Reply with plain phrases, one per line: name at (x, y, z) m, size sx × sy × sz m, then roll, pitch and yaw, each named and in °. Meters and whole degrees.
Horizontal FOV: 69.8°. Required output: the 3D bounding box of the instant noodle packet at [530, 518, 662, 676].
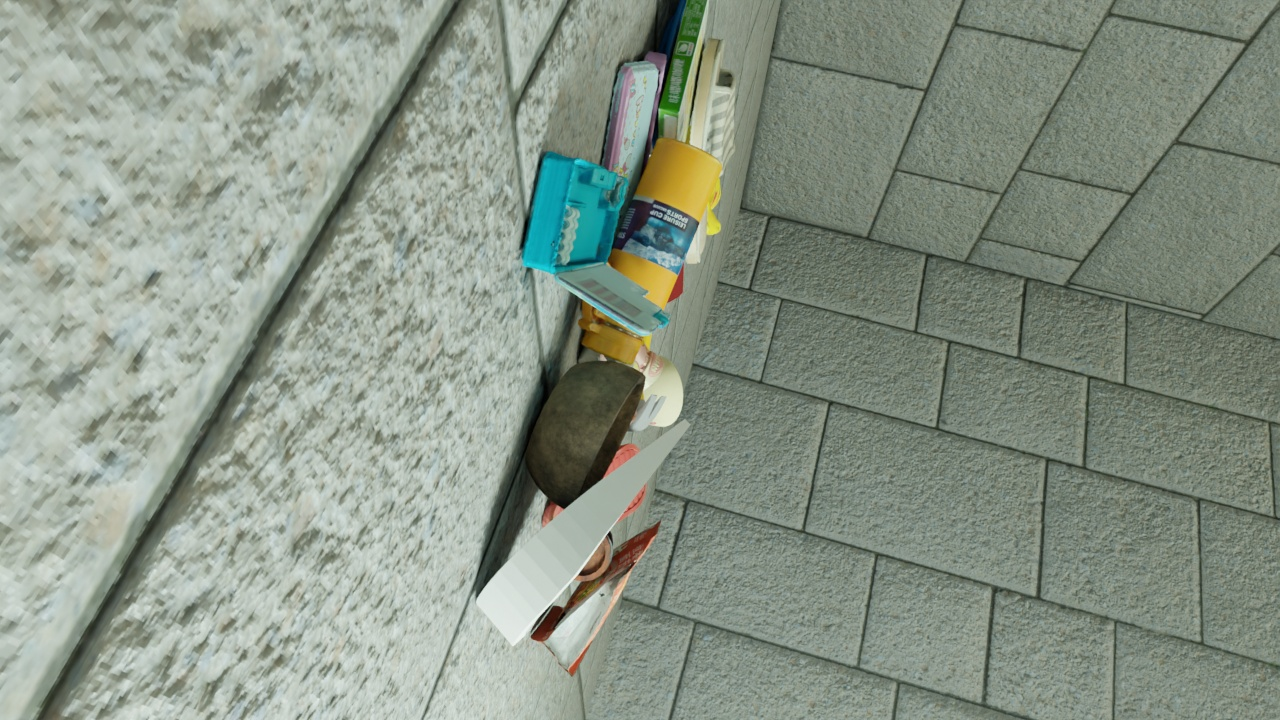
instant noodle packet at (-0.043, 0.328, 1.331) m, size 0.221 × 0.084 × 0.164 m, roll -49°, pitch 175°, yaw 6°

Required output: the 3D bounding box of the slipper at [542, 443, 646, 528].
slipper at (-0.067, 0.179, 1.225) m, size 0.248 × 0.059 × 0.103 m, roll -27°, pitch 112°, yaw -58°

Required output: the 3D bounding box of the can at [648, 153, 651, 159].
can at (0.024, -0.208, 1.139) m, size 0.121 × 0.067 × 0.067 m, roll 36°, pitch 69°, yaw -83°

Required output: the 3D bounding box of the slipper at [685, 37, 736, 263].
slipper at (0.084, -0.244, 1.106) m, size 0.114 × 0.054 × 0.273 m, roll -63°, pitch 162°, yaw -59°

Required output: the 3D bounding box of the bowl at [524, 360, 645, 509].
bowl at (-0.061, 0.071, 0.950) m, size 0.162 × 0.070 × 0.162 m, roll -62°, pitch 173°, yaw -15°

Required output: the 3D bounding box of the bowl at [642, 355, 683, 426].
bowl at (0.003, 0.054, 1.496) m, size 0.073 × 0.118 × 0.118 m, roll -7°, pitch 119°, yaw -37°

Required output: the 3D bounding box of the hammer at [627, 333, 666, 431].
hammer at (0.008, -0.056, 1.332) m, size 0.127 × 0.029 × 0.323 m, roll 8°, pitch -92°, yaw 55°

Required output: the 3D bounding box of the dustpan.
dustpan at (-0.052, 0.185, 0.937) m, size 0.256 × 0.053 × 0.192 m, roll -31°, pitch 163°, yaw -46°

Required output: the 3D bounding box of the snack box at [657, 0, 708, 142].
snack box at (0.046, -0.304, 1.031) m, size 0.132 × 0.027 × 0.167 m, roll 90°, pitch 13°, yaw -67°

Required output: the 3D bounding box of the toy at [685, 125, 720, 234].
toy at (0.064, -0.244, 1.305) m, size 0.193 × 0.088 × 0.134 m, roll -69°, pitch 142°, yaw -56°

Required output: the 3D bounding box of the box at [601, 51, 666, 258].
box at (-0.012, -0.214, 0.981) m, size 0.151 × 0.041 × 0.215 m, roll -55°, pitch 159°, yaw -61°

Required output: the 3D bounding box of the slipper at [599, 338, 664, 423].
slipper at (-0.007, 0.007, 1.232) m, size 0.093 × 0.081 × 0.198 m, roll -73°, pitch 165°, yaw -53°

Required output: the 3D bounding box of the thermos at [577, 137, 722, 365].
thermos at (0.001, -0.115, 0.967) m, size 0.076 × 0.091 × 0.232 m, roll -147°, pitch -101°, yaw -82°

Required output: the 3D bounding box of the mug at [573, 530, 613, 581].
mug at (-0.080, 0.248, 1.317) m, size 0.111 × 0.081 × 0.117 m, roll 40°, pitch 41°, yaw -87°

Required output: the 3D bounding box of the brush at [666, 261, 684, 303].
brush at (0.012, -0.119, 1.216) m, size 0.173 × 0.082 × 0.041 m, roll 84°, pitch -12°, yaw -73°

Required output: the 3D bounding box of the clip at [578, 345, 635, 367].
clip at (-0.021, -0.049, 1.079) m, size 0.152 × 0.105 × 0.126 m, roll 117°, pitch -11°, yaw -69°

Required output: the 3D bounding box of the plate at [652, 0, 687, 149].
plate at (0.039, -0.356, 1.116) m, size 0.224 × 0.024 × 0.224 m, roll 17°, pitch 88°, yaw -84°

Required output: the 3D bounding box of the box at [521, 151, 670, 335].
box at (-0.039, -0.095, 0.811) m, size 0.227 × 0.087 × 0.168 m, roll -42°, pitch 111°, yaw -78°
